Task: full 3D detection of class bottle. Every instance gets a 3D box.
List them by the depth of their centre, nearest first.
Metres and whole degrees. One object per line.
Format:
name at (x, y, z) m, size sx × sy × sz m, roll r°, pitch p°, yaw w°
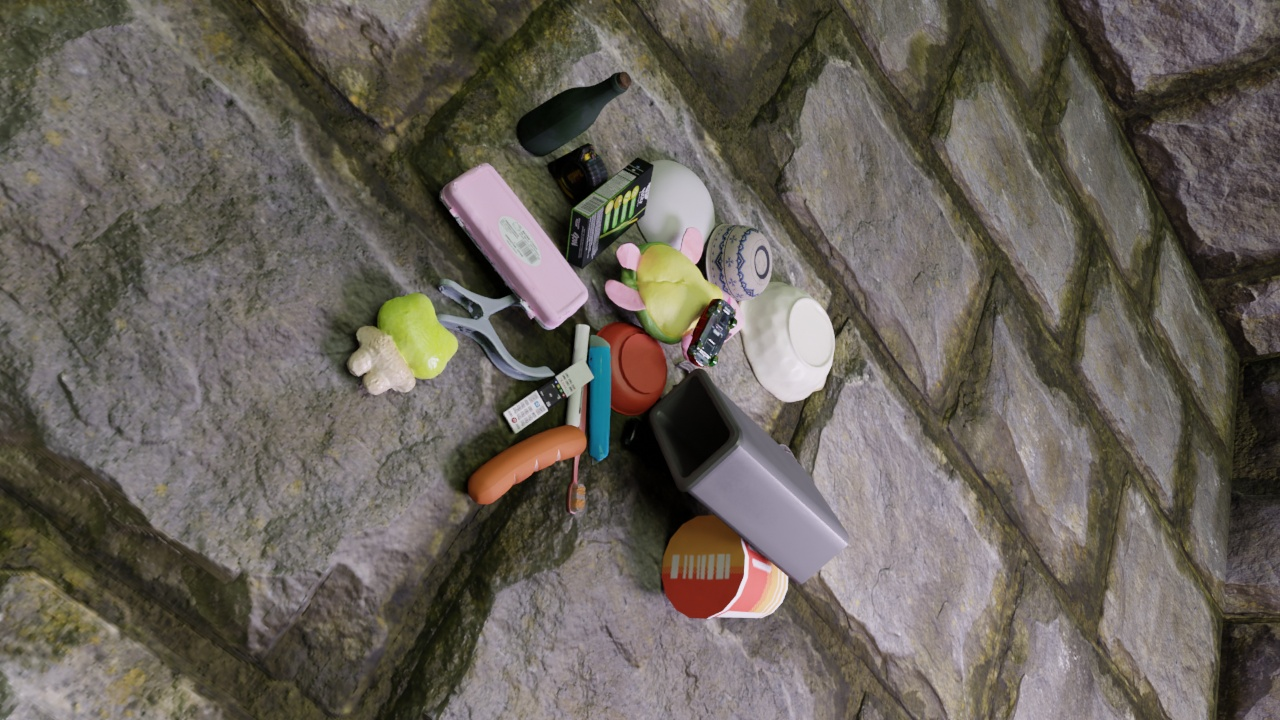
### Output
bottle at (-0.074, -0.295, 1.079) m, size 0.055 × 0.175 × 0.055 m, roll 13°, pitch 70°, yaw -40°

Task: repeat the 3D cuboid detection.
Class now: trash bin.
trash bin at (0.130, 0.140, 1.128) m, size 0.220 × 0.098 × 0.191 m, roll 42°, pitch 10°, yaw -26°

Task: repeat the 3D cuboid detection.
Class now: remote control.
remote control at (-0.106, 0.040, 1.060) m, size 0.124 × 0.012 × 0.028 m, roll -36°, pitch 103°, yaw -32°
remote control at (0.036, 0.123, 1.179) m, size 0.152 × 0.020 × 0.041 m, roll 36°, pitch 55°, yaw -33°

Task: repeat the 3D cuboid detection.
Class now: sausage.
sausage at (-0.125, 0.111, 1.019) m, size 0.163 × 0.039 × 0.044 m, roll -26°, pitch 94°, yaw -44°

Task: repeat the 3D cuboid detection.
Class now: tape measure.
tape measure at (-0.071, -0.232, 1.140) m, size 0.038 × 0.067 × 0.062 m, roll -39°, pitch 106°, yaw -42°

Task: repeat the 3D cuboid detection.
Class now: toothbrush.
toothbrush at (-0.071, 0.090, 1.093) m, size 0.015 × 0.016 × 0.184 m, roll 23°, pitch 62°, yaw -44°

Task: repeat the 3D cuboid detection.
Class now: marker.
marker at (-0.077, 0.020, 1.102) m, size 0.020 × 0.017 × 0.133 m, roll 34°, pitch 56°, yaw -55°

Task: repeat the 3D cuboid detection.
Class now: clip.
clip at (-0.160, -0.012, 1.027) m, size 0.171 × 0.029 × 0.143 m, roll 12°, pitch 69°, yaw -40°

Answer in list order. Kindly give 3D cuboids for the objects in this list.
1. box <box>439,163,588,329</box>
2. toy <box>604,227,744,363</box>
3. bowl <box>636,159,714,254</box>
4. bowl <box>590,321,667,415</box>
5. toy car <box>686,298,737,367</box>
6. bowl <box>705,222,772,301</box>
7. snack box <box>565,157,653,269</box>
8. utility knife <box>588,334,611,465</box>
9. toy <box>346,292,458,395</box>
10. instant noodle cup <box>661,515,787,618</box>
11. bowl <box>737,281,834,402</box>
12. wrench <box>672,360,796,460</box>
box at (-0.145, -0.126, 1.045) m, size 0.202 × 0.045 × 0.086 m, roll 52°, pitch 47°, yaw -8°
toy at (0.046, -0.083, 1.196) m, size 0.237 × 0.088 × 0.190 m, roll 17°, pitch 63°, yaw -42°
bowl at (0.057, -0.212, 1.271) m, size 0.149 × 0.043 × 0.149 m, roll 13°, pitch 70°, yaw -40°
bowl at (-0.007, 0.007, 1.159) m, size 0.121 × 0.035 × 0.122 m, roll 13°, pitch 70°, yaw -40°
toy car at (0.087, -0.034, 1.150) m, size 0.042 × 0.036 × 0.091 m, roll 36°, pitch 68°, yaw -34°
bowl at (0.146, -0.138, 1.301) m, size 0.115 × 0.059 × 0.115 m, roll -4°, pitch 95°, yaw -55°
snack box at (-0.038, -0.186, 1.152) m, size 0.025 × 0.080 × 0.147 m, roll 29°, pitch 48°, yaw 16°
utility knife at (-0.050, 0.047, 1.109) m, size 0.015 × 0.031 × 0.158 m, roll 17°, pitch 73°, yaw -63°
toy at (-0.245, -0.013, 0.937) m, size 0.115 × 0.046 × 0.092 m, roll -43°, pitch 108°, yaw -33°
instant noodle cup at (0.113, 0.268, 1.152) m, size 0.121 × 0.124 × 0.123 m, roll 26°, pitch 62°, yaw -44°
bowl at (0.236, -0.035, 1.380) m, size 0.219 × 0.060 × 0.188 m, roll 35°, pitch 57°, yaw -31°
wrench at (0.137, 0.095, 1.287) m, size 0.273 × 0.010 × 0.069 m, roll 42°, pitch 54°, yaw -27°
